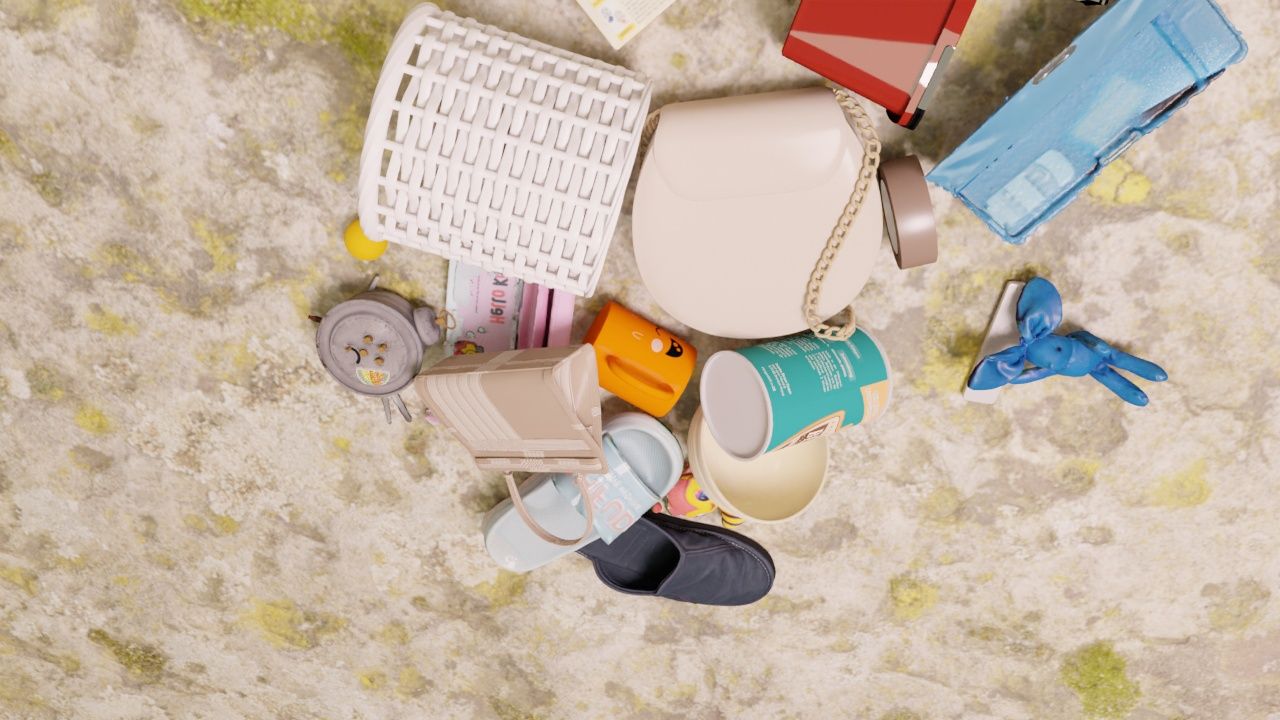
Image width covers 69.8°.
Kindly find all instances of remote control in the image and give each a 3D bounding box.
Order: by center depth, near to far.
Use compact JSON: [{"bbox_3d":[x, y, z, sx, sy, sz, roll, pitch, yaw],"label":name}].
[{"bbox_3d":[0.347,-0.016,0.884,0.033,0.012,0.131,9,120,-3],"label":"remote control"}]

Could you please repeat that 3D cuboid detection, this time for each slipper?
[{"bbox_3d":[-0.059,0.148,0.932,0.246,0.074,0.104,-35,113,17],"label":"slipper"},{"bbox_3d":[0.023,0.228,1.014,0.265,0.083,0.109,22,117,-10],"label":"slipper"}]

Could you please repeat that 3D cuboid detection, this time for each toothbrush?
[{"bbox_3d":[-0.171,0.087,0.986,0.135,0.016,0.022,29,118,-11],"label":"toothbrush"}]

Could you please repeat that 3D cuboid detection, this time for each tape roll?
[{"bbox_3d":[0.228,-0.126,0.784,0.030,0.093,0.094,-12,118,11],"label":"tape roll"}]

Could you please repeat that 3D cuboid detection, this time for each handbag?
[{"bbox_3d":[0.098,-0.121,0.793,0.211,0.103,0.209,-5,117,7],"label":"handbag"},{"bbox_3d":[-0.100,0.089,0.855,0.176,0.062,0.198,-4,112,37],"label":"handbag"}]

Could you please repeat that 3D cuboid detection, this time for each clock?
[{"bbox_3d":[-0.247,-0.021,0.893,0.148,0.056,0.104,-16,114,11],"label":"clock"}]

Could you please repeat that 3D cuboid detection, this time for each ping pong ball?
[{"bbox_3d":[-0.257,-0.114,0.862,0.040,0.040,0.040,2,120,3],"label":"ping pong ball"}]

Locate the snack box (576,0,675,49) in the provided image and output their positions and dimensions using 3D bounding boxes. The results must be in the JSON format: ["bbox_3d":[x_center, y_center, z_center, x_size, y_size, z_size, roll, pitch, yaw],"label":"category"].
[{"bbox_3d":[-0.003,-0.313,0.713,0.106,0.061,0.083,-34,112,21],"label":"snack box"}]

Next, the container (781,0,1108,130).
[{"bbox_3d":[0.217,-0.240,0.688,0.201,0.147,0.127,21,113,2],"label":"container"}]

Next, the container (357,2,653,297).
[{"bbox_3d":[-0.104,-0.163,0.735,0.187,0.189,0.190,16,120,-6],"label":"container"}]

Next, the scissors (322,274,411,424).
[{"bbox_3d":[-0.263,-0.007,0.940,0.131,0.014,0.153,-37,108,23],"label":"scissors"}]

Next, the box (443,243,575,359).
[{"bbox_3d":[-0.134,-0.013,0.891,0.101,0.111,0.202,-4,124,-23],"label":"box"}]

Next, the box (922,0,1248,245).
[{"bbox_3d":[0.344,-0.207,0.729,0.175,0.060,0.232,20,127,-43],"label":"box"}]

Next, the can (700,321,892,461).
[{"bbox_3d":[0.142,0.026,0.838,0.143,0.099,0.099,-13,126,-30],"label":"can"}]

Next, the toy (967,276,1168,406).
[{"bbox_3d":[0.396,-0.009,0.849,0.176,0.071,0.113,14,116,-10],"label":"toy"}]

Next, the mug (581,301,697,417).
[{"bbox_3d":[-0.005,0.005,0.868,0.096,0.112,0.078,28,106,-12],"label":"mug"}]

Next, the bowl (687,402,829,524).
[{"bbox_3d":[0.105,0.087,0.908,0.150,0.150,0.075,38,155,-16],"label":"bowl"}]

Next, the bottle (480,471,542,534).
[{"bbox_3d":[-0.118,0.153,1.003,0.044,0.044,0.136,41,115,-18],"label":"bottle"}]

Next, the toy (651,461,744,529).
[{"bbox_3d":[0.068,0.145,0.984,0.103,0.046,0.084,17,114,-9],"label":"toy"}]
